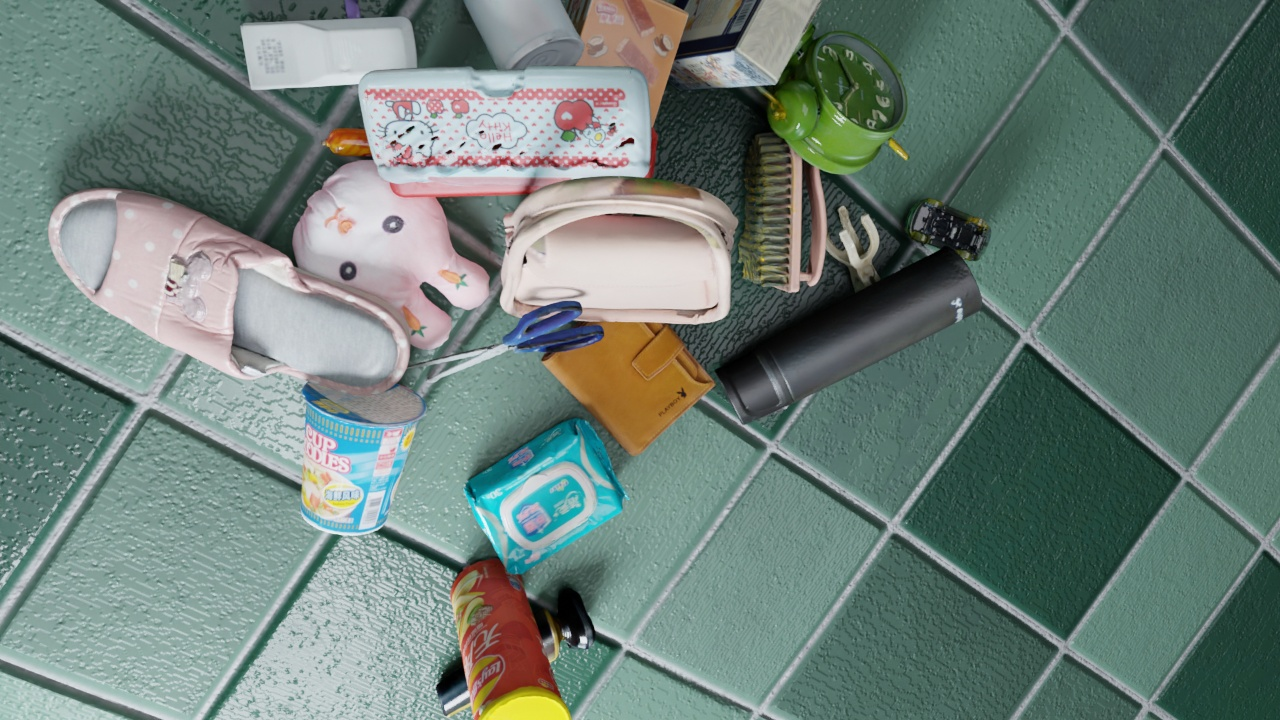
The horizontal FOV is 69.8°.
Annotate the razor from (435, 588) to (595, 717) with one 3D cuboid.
[{"bbox_3d":[-0.119,0.282,0.865,0.167,0.062,0.068,-32,142,-2],"label":"razor"}]

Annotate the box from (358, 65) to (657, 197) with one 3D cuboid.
[{"bbox_3d":[-0.090,-0.173,0.665,0.201,0.095,0.100,0,125,5],"label":"box"}]

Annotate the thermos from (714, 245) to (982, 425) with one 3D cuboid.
[{"bbox_3d":[0.192,-0.016,0.860,0.242,0.068,0.090,-27,149,5],"label":"thermos"}]

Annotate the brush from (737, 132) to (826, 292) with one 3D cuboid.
[{"bbox_3d":[0.131,-0.137,0.825,0.073,0.063,0.146,-3,103,-13],"label":"brush"}]

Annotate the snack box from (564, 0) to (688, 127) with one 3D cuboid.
[{"bbox_3d":[-0.024,-0.240,0.731,0.077,0.093,0.094,15,99,-21],"label":"snack box"}]

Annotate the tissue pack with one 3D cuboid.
[{"bbox_3d":[-0.084,0.121,0.830,0.133,0.050,0.093,-33,110,-8],"label":"tissue pack"}]

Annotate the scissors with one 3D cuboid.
[{"bbox_3d":[-0.107,-0.014,0.757,0.162,0.163,0.012,-5,71,-28],"label":"scissors"}]

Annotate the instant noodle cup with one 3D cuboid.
[{"bbox_3d":[-0.234,0.080,0.753,0.099,0.099,0.110,9,108,-20],"label":"instant noodle cup"}]

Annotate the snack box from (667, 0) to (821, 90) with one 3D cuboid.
[{"bbox_3d":[0.091,-0.300,0.704,0.045,0.182,0.178,27,94,-24],"label":"snack box"}]

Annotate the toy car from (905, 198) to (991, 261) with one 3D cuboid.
[{"bbox_3d":[0.298,-0.127,0.894,0.091,0.036,0.043,18,99,-22],"label":"toy car"}]

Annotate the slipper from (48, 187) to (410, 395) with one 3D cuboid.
[{"bbox_3d":[-0.307,-0.044,0.689,0.274,0.054,0.114,24,111,-12],"label":"slipper"}]

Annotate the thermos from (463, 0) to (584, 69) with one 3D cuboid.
[{"bbox_3d":[-0.117,-0.304,0.662,0.070,0.070,0.220,-26,84,-10],"label":"thermos"}]

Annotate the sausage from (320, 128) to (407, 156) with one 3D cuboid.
[{"bbox_3d":[-0.171,-0.174,0.741,0.165,0.021,0.021,-2,104,-17],"label":"sausage"}]

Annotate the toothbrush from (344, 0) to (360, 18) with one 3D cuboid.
[{"bbox_3d":[-0.228,-0.325,0.691,0.014,0.016,0.189,-9,110,-9],"label":"toothbrush"}]

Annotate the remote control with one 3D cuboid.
[{"bbox_3d":[-0.235,-0.235,0.700,0.125,0.024,0.049,-7,109,-11],"label":"remote control"}]

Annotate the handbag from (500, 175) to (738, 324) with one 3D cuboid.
[{"bbox_3d":[-0.015,-0.089,0.688,0.193,0.234,0.093,0,84,-2],"label":"handbag"}]

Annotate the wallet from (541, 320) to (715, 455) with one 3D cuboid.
[{"bbox_3d":[-0.005,0.005,0.838,0.119,0.035,0.130,-41,112,3],"label":"wallet"}]

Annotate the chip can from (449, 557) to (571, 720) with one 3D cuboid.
[{"bbox_3d":[-0.114,0.244,0.763,0.073,0.216,0.073,-4,106,-16],"label":"chip can"}]

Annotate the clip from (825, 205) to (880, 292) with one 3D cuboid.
[{"bbox_3d":[0.200,-0.103,0.881,0.035,0.086,0.104,-36,140,-7],"label":"clip"}]

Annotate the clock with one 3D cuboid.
[{"bbox_3d":[0.158,-0.228,0.783,0.161,0.056,0.116,12,65,-24],"label":"clock"}]

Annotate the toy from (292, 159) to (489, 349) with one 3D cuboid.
[{"bbox_3d":[-0.197,-0.082,0.741,0.121,0.054,0.159,-47,117,2],"label":"toy"}]
